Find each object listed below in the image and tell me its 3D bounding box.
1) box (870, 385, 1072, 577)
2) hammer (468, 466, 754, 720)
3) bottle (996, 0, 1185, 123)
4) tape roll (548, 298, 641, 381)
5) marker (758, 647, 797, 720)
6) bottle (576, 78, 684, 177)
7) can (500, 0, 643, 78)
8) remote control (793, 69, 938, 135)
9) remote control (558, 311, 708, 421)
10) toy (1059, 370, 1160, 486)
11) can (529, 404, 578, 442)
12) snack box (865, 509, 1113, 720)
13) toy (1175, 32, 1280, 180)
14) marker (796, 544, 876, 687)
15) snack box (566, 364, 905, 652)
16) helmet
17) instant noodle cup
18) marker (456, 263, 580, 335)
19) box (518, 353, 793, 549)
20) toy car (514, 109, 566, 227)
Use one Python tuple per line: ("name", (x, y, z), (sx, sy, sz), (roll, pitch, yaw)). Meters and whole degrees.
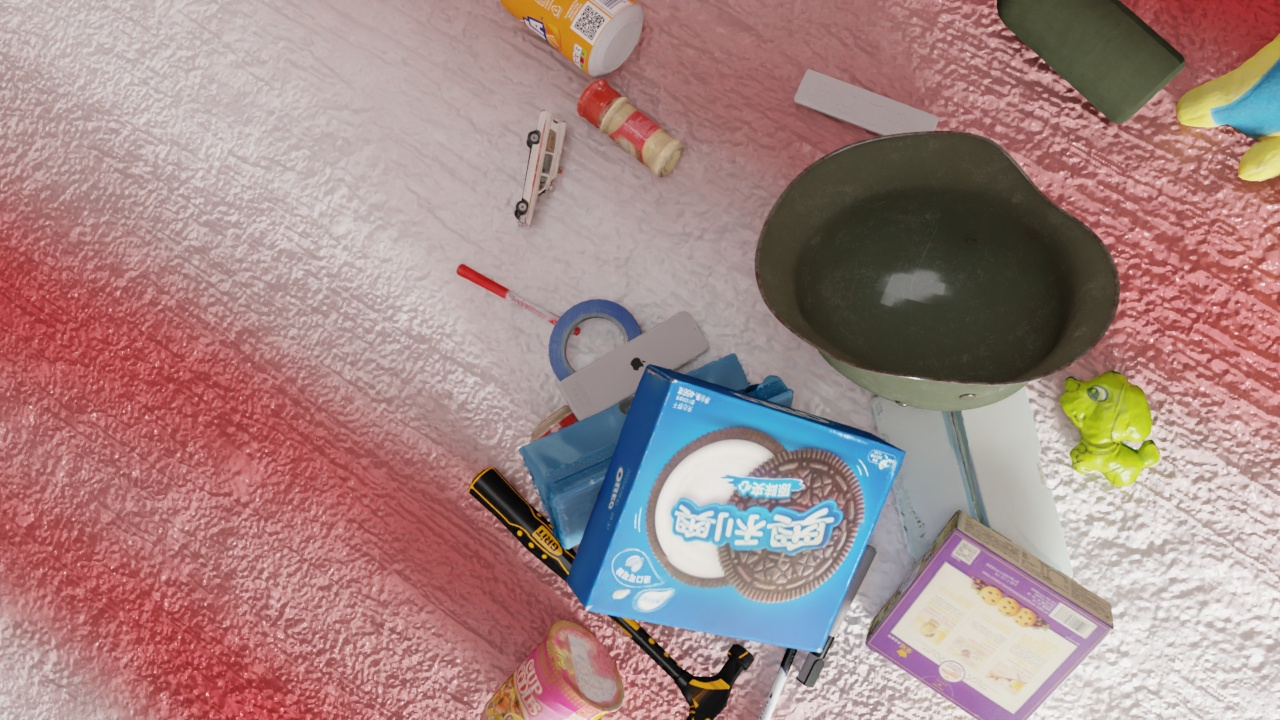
("box", (0.293, 0.111, 0.813), (0.136, 0.049, 0.197), (-13, 86, 12))
("hammer", (-0.047, 0.219, 0.867), (0.320, 0.036, 0.123), (41, 66, 13))
("bottle", (0.364, -0.298, 0.791), (0.071, 0.071, 0.207), (-44, 81, 7))
("tape roll", (-0.043, -0.012, 0.885), (0.093, 0.016, 0.091), (-26, 87, 1))
("marker", (0.117, 0.330, 0.855), (0.011, 0.011, 0.152), (21, 93, 11))
("bottle", (-0.010, -0.223, 0.881), (0.109, 0.044, 0.044), (41, 96, 9))
("can", (-0.071, -0.341, 0.877), (0.142, 0.079, 0.079), (41, 96, 10))
("remote control", (0.208, -0.232, 0.851), (0.131, 0.012, 0.033), (24, 91, 11))
("remote control", (-0.005, 0.005, 0.862), (0.146, 0.008, 0.045), (-30, 82, -14))
("toy", (0.404, 0.057, 0.792), (0.094, 0.036, 0.093), (23, 100, 11))
("can", (-0.033, 0.121, 0.863), (0.067, 0.067, 0.170), (-40, 82, 8))
("snack box", (0.292, 0.226, 0.782), (0.143, 0.040, 0.148), (33, 116, 11))
("toy", (0.568, -0.176, 0.740), (0.149, 0.084, 0.214), (-35, 79, 10))
("marker", (0.180, 0.233, 0.842), (0.016, 0.016, 0.140), (26, 94, 11))
("snack box", (0.080, 0.128, 0.759), (0.238, 0.056, 0.195), (17, 98, -25))
("helmet", (0.243, -0.049, 0.758), (0.268, 0.154, 0.226), (17, 69, 29))
("instant noodle cup", (-0.087, 0.316, 0.861), (0.109, 0.097, 0.097), (-43, 81, 14))
("marker", (-0.122, -0.060, 0.915), (0.142, 0.012, 0.013), (28, 94, 11))
("box", (0.011, 0.065, 0.819), (0.231, 0.094, 0.102), (-23, 54, -15))
("toy car", (-0.097, -0.185, 0.902), (0.039, 0.039, 0.113), (10, 91, -10))
